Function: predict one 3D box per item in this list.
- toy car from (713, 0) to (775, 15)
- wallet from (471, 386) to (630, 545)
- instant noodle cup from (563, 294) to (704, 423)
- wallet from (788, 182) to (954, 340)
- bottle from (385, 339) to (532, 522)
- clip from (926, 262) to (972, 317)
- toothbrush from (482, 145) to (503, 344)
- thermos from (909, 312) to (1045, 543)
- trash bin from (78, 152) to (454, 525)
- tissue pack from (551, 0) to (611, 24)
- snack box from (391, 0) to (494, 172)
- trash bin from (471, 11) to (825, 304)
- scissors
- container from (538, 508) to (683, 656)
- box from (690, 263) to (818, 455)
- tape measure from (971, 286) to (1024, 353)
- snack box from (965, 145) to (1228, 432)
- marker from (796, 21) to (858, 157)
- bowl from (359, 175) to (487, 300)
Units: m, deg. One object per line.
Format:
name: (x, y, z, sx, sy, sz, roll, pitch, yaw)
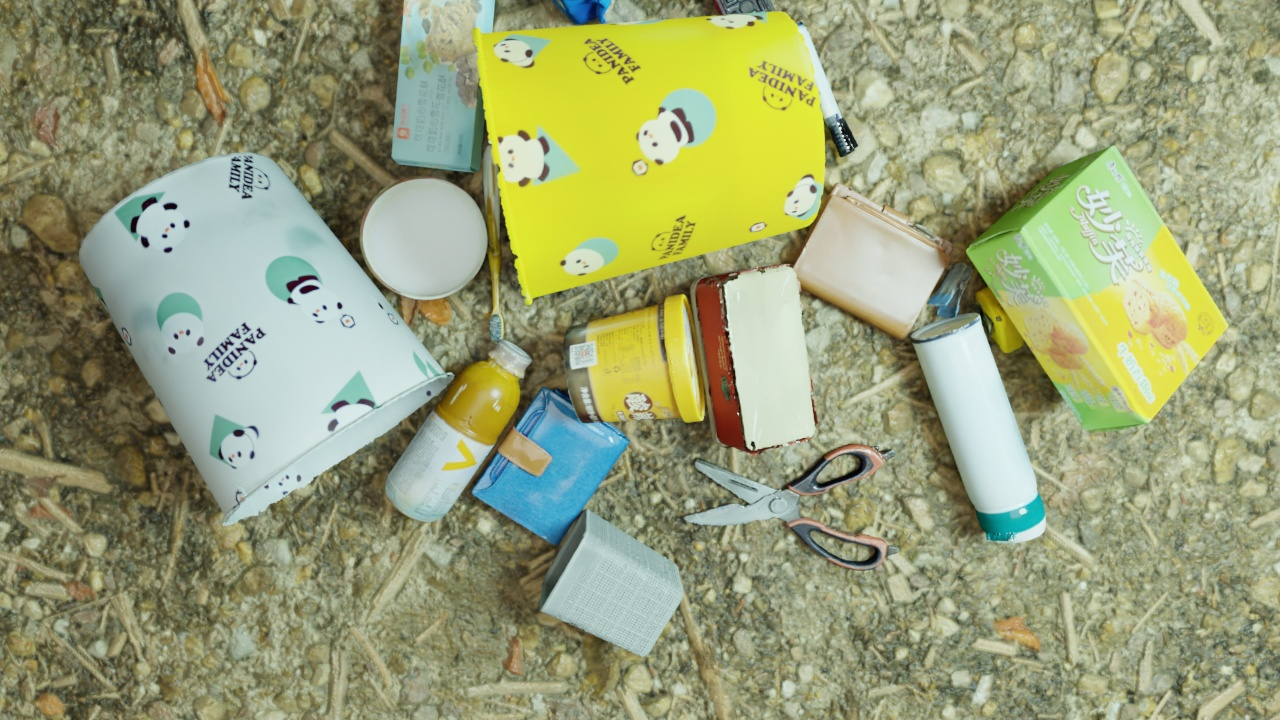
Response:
toy car: (0.095, -0.329, 0.848, 0.049, 0.031, 0.106, -27, 98, 3)
wallet: (-0.089, 0.103, 0.904, 0.106, 0.040, 0.133, 34, 96, -8)
instant noodle cup: (-0.005, 0.005, 0.854, 0.114, 0.118, 0.118, -8, 97, 9)
wallet: (0.220, -0.095, 0.879, 0.132, 0.031, 0.108, 26, 99, -5)
bottle: (-0.171, 0.066, 0.883, 0.068, 0.068, 0.189, 35, 96, -4)
clip: (0.301, -0.070, 0.883, 0.045, 0.027, 0.058, 36, 75, -28)
toothbrush: (-0.142, -0.110, 0.884, 0.016, 0.018, 0.191, -1, 97, -2)
thermos: (0.330, 0.069, 0.884, 0.073, 0.073, 0.224, -22, 97, 3)
trash bin: (-0.330, -0.024, 0.802, 0.229, 0.229, 0.252, -35, 91, 4)
tissue pack: (-0.086, -0.367, 0.813, 0.157, 0.095, 0.052, 44, 97, -4)
snack box: (-0.181, -0.265, 0.848, 0.074, 0.051, 0.175, 6, 97, -2)
trash bin: (0.005, -0.182, 0.780, 0.255, 0.229, 0.229, -10, 97, -4)
scissors: (0.160, 0.145, 0.919, 0.227, 0.015, 0.189, -31, 96, 5)
container: (-0.026, 0.219, 0.893, 0.114, 0.090, 0.090, 30, 97, -6)
box: (0.112, -0.002, 0.855, 0.091, 0.080, 0.168, -12, 99, -22)
tape measure: (0.338, -0.042, 0.872, 0.029, 0.057, 0.060, -25, 137, 6)
snack box: (0.416, -0.064, 0.831, 0.157, 0.070, 0.210, -38, 97, -24)
marker: (0.172, -0.255, 0.864, 0.023, 0.018, 0.131, -16, 101, 46)
bowl: (-0.201, -0.111, 0.858, 0.113, 0.062, 0.113, 0, 90, -10)
